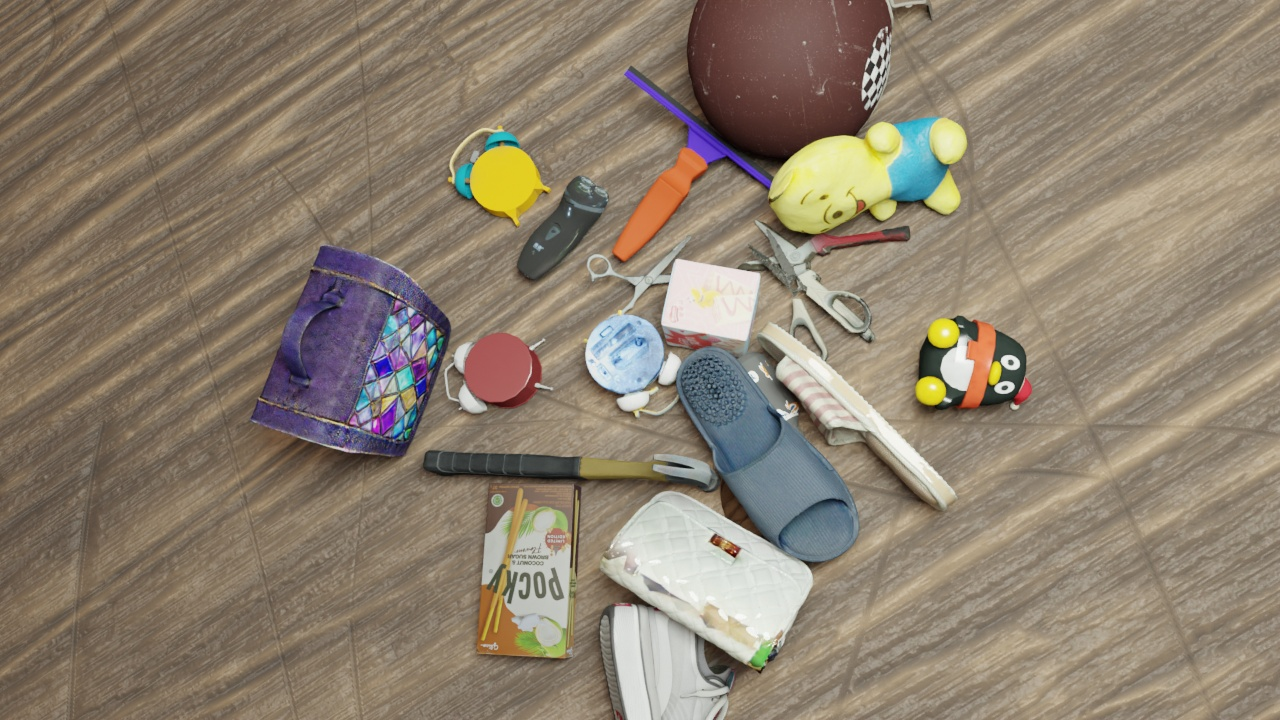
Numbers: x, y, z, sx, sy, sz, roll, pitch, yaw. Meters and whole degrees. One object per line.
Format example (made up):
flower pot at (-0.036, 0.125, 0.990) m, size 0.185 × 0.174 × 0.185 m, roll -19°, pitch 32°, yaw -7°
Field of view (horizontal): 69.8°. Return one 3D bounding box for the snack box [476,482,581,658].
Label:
snack box at (-0.123, 0.232, 1.025) m, size 0.101 × 0.031 × 0.185 m, roll -1°, pitch 76°, yaw 13°

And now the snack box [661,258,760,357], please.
snack box at (0.078, -0.055, 1.014) m, size 0.095 × 0.093 × 0.079 m, roll 12°, pitch 79°, yaw 8°

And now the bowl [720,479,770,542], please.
bowl at (0.144, 0.141, 0.987) m, size 0.119 × 0.032 × 0.119 m, roll -3°, pitch 76°, yaw 12°

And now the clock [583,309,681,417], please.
clock at (-0.006, 0.006, 1.041) m, size 0.089 × 0.052 × 0.125 m, roll -39°, pitch 82°, yaw 1°

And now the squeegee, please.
squeegee at (0.030, -0.194, 1.083) m, size 0.249 × 0.055 × 0.185 m, roll 38°, pitch 89°, yaw 0°

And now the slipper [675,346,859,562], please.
slipper at (0.115, 0.093, 0.939) m, size 0.101 × 0.082 × 0.263 m, roll -41°, pitch 69°, yaw 14°

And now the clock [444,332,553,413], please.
clock at (-0.171, 0.015, 1.083) m, size 0.125 × 0.044 × 0.087 m, roll -13°, pitch 74°, yaw 9°

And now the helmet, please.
helmet at (0.176, -0.341, 1.017) m, size 0.234 × 0.253 × 0.233 m, roll 8°, pitch 85°, yaw 25°

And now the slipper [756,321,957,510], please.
slipper at (0.213, 0.064, 0.951) m, size 0.052 × 0.115 × 0.263 m, roll -45°, pitch 77°, yaw -1°

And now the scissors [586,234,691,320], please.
scissors at (0.001, -0.079, 1.075) m, size 0.141 × 0.014 × 0.165 m, roll 15°, pitch 97°, yaw -5°

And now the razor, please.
razor at (-0.097, -0.159, 1.098) m, size 0.053 × 0.064 × 0.140 m, roll 38°, pitch 86°, yaw 19°

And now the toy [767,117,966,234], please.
toy at (0.238, -0.198, 0.985) m, size 0.214 × 0.149 × 0.084 m, roll -14°, pitch 64°, yaw 5°

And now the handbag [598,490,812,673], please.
handbag at (0.070, 0.213, 0.927) m, size 0.195 × 0.138 × 0.073 m, roll 27°, pitch 125°, yaw 17°

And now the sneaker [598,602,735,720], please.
sneaker at (0.043, 0.368, 0.932) m, size 0.128 × 0.097 × 0.263 m, roll -10°, pitch 83°, yaw -14°

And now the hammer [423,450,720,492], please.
hammer at (-0.087, 0.118, 1.014) m, size 0.333 × 0.118 × 0.025 m, roll 0°, pitch 74°, yaw 18°

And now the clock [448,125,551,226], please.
clock at (-0.178, -0.232, 1.148) m, size 0.129 × 0.044 × 0.099 m, roll 43°, pitch 89°, yaw 11°

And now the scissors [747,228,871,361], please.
scissors at (0.189, -0.075, 1.024) m, size 0.154 × 0.012 × 0.163 m, roll -1°, pitch 89°, yaw 21°

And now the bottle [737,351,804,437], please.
bottle at (0.142, 0.043, 1.005) m, size 0.047 × 0.047 × 0.112 m, roll -34°, pitch 72°, yaw 3°

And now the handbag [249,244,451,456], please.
handbag at (-0.326, -0.005, 1.030) m, size 0.125 × 0.222 × 0.204 m, roll 15°, pitch 79°, yaw 16°

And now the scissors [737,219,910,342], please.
scissors at (0.214, -0.098, 1.039) m, size 0.200 × 0.015 × 0.179 m, roll -15°, pitch 73°, yaw 10°

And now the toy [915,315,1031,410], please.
toy at (0.346, 0.005, 0.942) m, size 0.119 × 0.099 × 0.097 m, roll 11°, pitch 100°, yaw 9°
